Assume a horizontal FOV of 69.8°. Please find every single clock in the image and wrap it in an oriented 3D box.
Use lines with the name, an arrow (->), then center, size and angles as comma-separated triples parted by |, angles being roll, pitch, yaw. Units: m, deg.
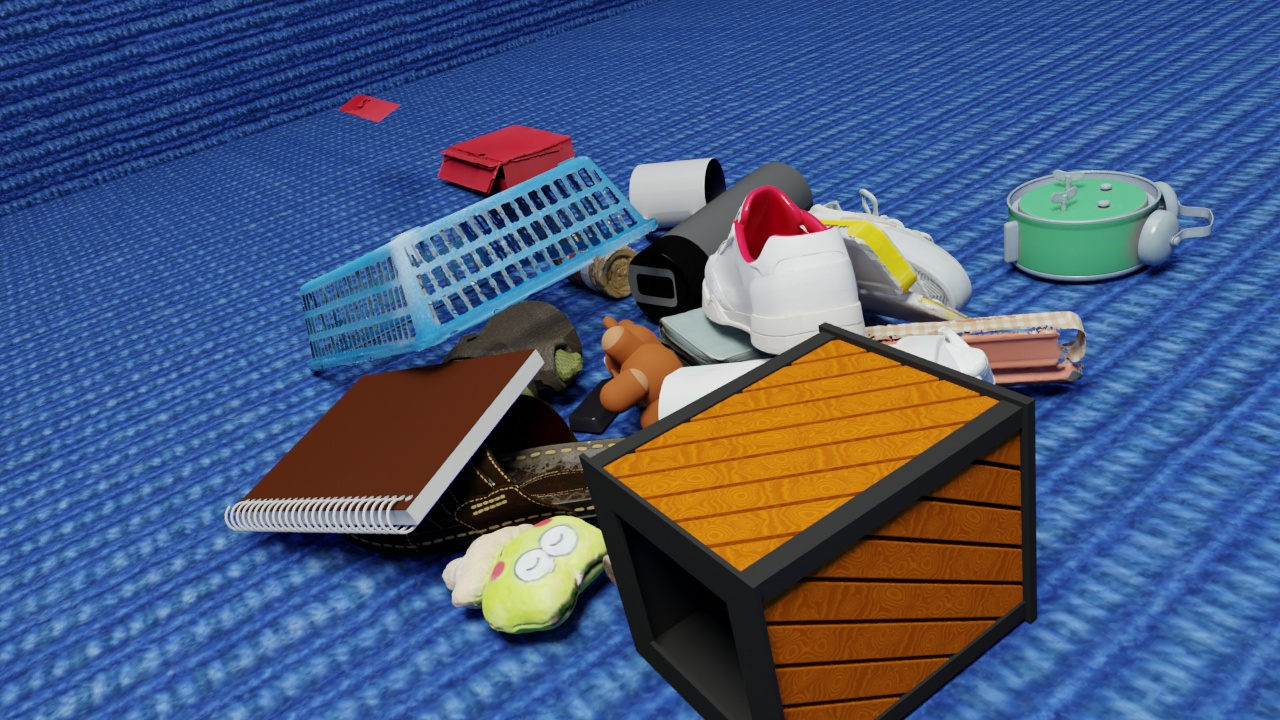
clock -> 0.411, -0.125, 0.810 | 0.162, 0.075, 0.121 | 3, 32, 28

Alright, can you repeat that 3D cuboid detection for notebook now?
notebook -> -0.192, 0.061, 0.680 | 0.210, 0.022, 0.171 | -8, 34, 38

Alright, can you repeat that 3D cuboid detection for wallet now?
wallet -> 0.092, -0.018, 0.785 | 0.131, 0.054, 0.100 | -22, 36, -21

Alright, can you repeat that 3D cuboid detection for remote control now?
remote control -> -0.017, 0.019, 0.802 | 0.032, 0.015, 0.136 | 3, 32, 29

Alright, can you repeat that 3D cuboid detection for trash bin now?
trash bin -> 0.091, 0.093, 0.480 | 0.171, 0.140, 0.140 | -27, 30, -24

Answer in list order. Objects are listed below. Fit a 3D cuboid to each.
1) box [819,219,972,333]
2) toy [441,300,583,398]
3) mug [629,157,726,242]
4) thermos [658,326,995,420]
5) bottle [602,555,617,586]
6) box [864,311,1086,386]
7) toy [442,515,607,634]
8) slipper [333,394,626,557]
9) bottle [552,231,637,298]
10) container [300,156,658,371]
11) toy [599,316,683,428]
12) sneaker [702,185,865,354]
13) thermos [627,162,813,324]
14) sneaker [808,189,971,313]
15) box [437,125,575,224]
box -> 0.172, -0.069, 0.743 | 0.036, 0.129, 0.210 | -56, 18, -2
toy -> -0.119, 0.009, 0.800 | 0.180, 0.078, 0.152 | 4, 37, 35
mug -> 0.043, -0.188, 1.109 | 0.097, 0.078, 0.111 | 0, 59, 25
thermos -> 0.125, 0.031, 0.632 | 0.221, 0.099, 0.099 | -3, 29, 27
bottle -> 0.036, 0.100, 0.577 | 0.131, 0.061, 0.061 | -27, 33, -24
box -> 0.223, 0.003, 0.668 | 0.187, 0.083, 0.042 | -3, 42, 16
toy -> -0.077, 0.134, 0.586 | 0.115, 0.046, 0.091 | -2, 32, 37
slipper -> -0.116, 0.079, 0.671 | 0.268, 0.076, 0.112 | -7, 28, 13
bottle -> -0.048, -0.106, 1.005 | 0.056, 0.056, 0.105 | -28, 31, -26
container -> -0.185, -0.092, 0.891 | 0.256, 0.089, 0.363 | -32, 14, -31
toy -> -0.004, 0.004, 0.757 | 0.065, 0.095, 0.127 | -45, 28, 8
sneaker -> 0.097, -0.080, 0.699 | 0.090, 0.104, 0.236 | -10, 14, -4
thermos -> 0.087, -0.124, 0.949 | 0.082, 0.082, 0.239 | 10, 36, 37
sneaker -> 0.220, -0.107, 0.844 | 0.090, 0.089, 0.242 | -39, 30, -13
box -> -0.215, -0.330, 1.504 | 0.215, 0.164, 0.153 | 28, 92, 54
